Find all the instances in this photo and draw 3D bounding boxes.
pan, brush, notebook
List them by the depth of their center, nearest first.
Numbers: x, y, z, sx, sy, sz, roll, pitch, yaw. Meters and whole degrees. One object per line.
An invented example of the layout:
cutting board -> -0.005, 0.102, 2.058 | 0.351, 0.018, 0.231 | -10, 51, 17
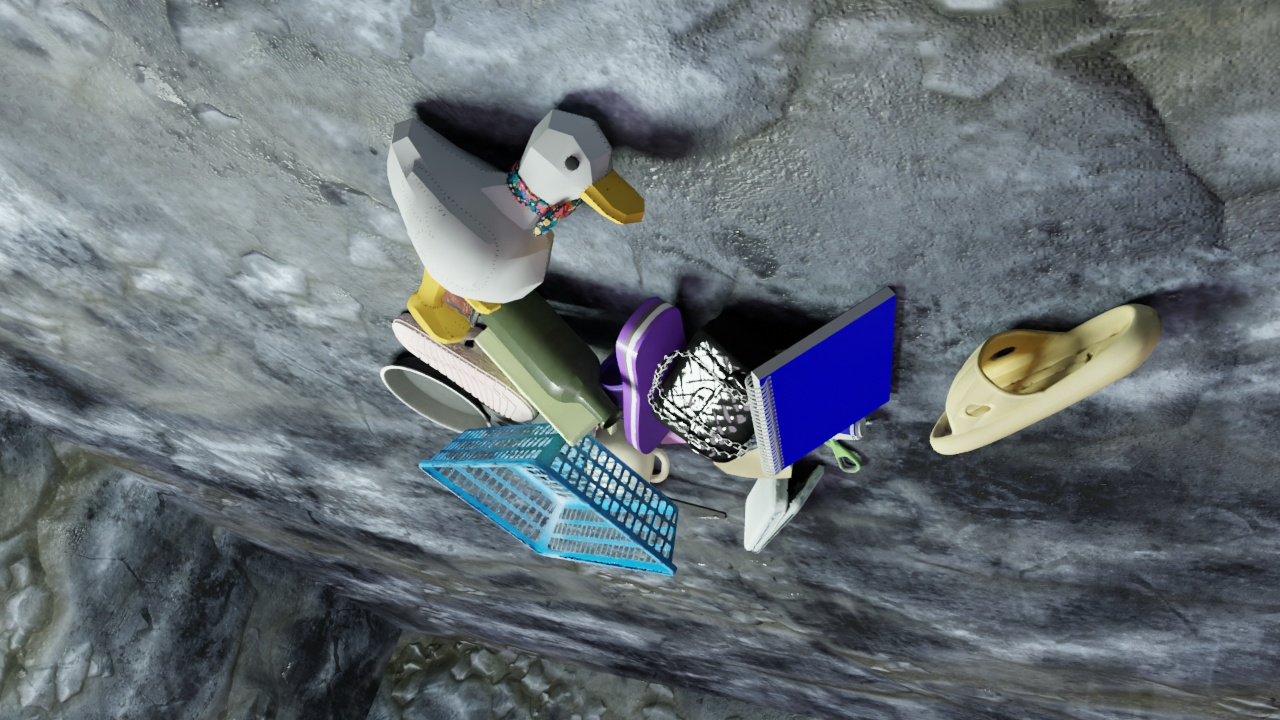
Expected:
notebook -> 0.193, 0.031, 0.972 | 0.022, 0.171, 0.209 | 54, 171, 33
brush -> 0.110, 0.118, 1.261 | 0.229, 0.043, 0.089 | -1, 140, 37
pan -> -0.235, 0.073, 1.343 | 0.357, 0.055, 0.187 | 10, 150, 30
pan -> -0.032, 0.194, 1.474 | 0.356, 0.034, 0.225 | 13, 159, 12

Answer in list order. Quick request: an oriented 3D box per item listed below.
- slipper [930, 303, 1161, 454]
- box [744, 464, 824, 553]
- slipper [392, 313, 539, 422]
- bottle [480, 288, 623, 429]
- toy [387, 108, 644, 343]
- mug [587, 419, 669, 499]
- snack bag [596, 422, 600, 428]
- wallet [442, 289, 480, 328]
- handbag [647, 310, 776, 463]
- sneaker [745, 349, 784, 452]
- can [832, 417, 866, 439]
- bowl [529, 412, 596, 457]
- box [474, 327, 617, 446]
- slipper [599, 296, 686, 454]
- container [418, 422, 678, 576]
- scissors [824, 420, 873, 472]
slipper -> 0.364, 0.005, 0.879 | 0.079, 0.111, 0.262 | 45, 144, -3
box -> 0.182, 0.209, 1.338 | 0.083, 0.122, 0.216 | 39, 149, 11
slipper -> -0.227, -0.005, 1.239 | 0.239, 0.064, 0.094 | 30, 152, 15
bottle -> -0.097, -0.005, 1.049 | 0.207, 0.071, 0.072 | 46, 159, 20
toy -> -0.138, -0.143, 0.873 | 0.246, 0.140, 0.268 | 37, 126, 2
mug -> -0.015, 0.137, 1.323 | 0.120, 0.096, 0.100 | 13, 134, 7
snack bag -> -0.072, 0.111, 1.399 | 0.075, 0.018, 0.155 | -4, 143, 37
wallet -> -0.226, -0.085, 1.137 | 0.072, 0.019, 0.123 | 27, 151, -6
handbag -> 0.083, 0.044, 1.018 | 0.125, 0.114, 0.154 | 43, 131, 13
sneaker -> 0.156, 0.059, 1.094 | 0.089, 0.087, 0.236 | 25, 151, -13
can -> 0.228, 0.079, 1.130 | 0.095, 0.032, 0.032 | 1, 147, 32
bowl -> -0.105, 0.075, 1.289 | 0.118, 0.062, 0.118 | 34, 159, 15
box -> -0.115, 0.026, 1.115 | 0.188, 0.083, 0.092 | 45, 155, 24
slipper -> -0.006, 0.007, 1.091 | 0.084, 0.107, 0.267 | 33, 157, 21
container -> -0.121, 0.179, 1.260 | 0.257, 0.089, 0.363 | 42, 152, -25
scissors -> 0.240, 0.104, 1.201 | 0.160, 0.024, 0.171 | 6, 146, 34
